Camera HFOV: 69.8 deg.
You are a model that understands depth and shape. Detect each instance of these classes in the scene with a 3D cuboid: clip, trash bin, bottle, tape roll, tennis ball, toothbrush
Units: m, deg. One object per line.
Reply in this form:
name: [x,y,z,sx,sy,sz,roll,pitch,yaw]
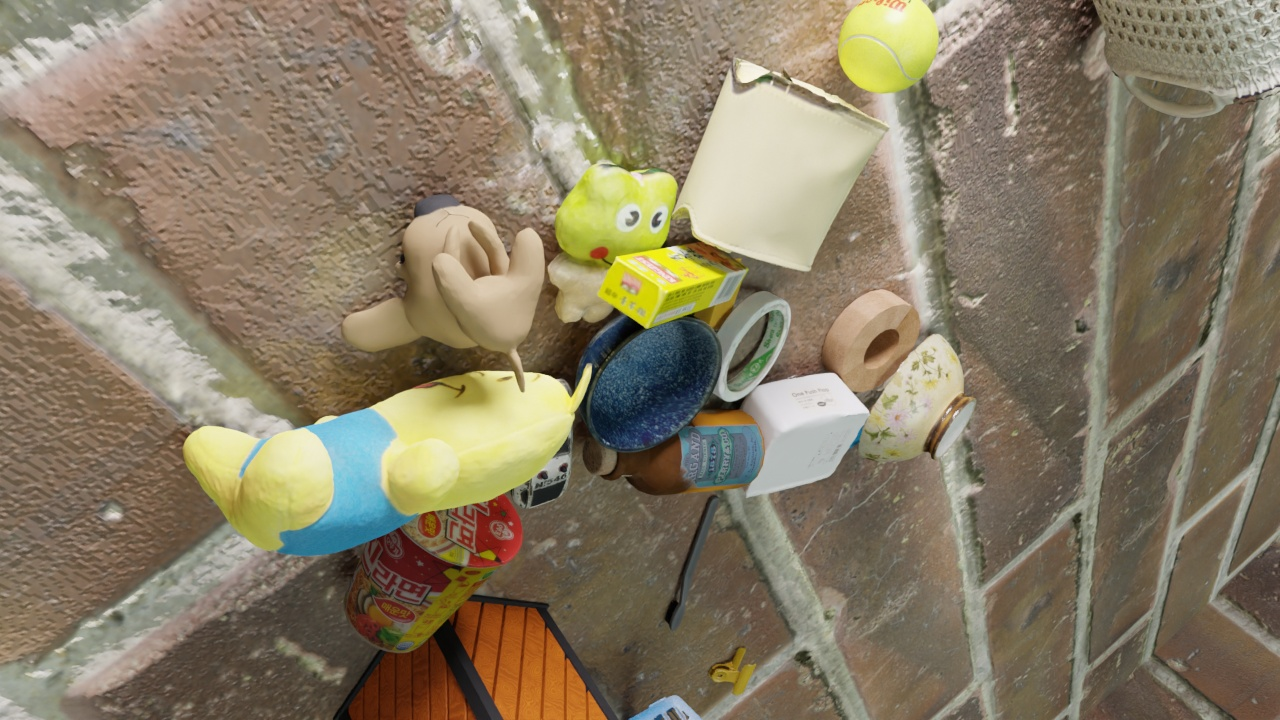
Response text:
clip: [0.105,0.360,1.065,0.047,0.046,0.054,-47,157,-58]
trash bin: [-0.120,0.298,0.721,0.139,0.172,0.140,23,106,-46]
bottle: [0.024,0.073,0.734,0.156,0.068,0.068,2,121,-39]
tape roll: [0.086,-0.011,0.735,0.093,0.018,0.094,-37,146,-31]
tennis ball: [0.167,-0.214,0.619,0.065,0.065,0.065,-21,133,-24]
toothbrush: [0.051,0.200,0.899,0.012,0.013,0.168,-6,124,-35]
tape roll: [0.211,-0.017,0.840,0.093,0.027,0.094,-21,133,-24]

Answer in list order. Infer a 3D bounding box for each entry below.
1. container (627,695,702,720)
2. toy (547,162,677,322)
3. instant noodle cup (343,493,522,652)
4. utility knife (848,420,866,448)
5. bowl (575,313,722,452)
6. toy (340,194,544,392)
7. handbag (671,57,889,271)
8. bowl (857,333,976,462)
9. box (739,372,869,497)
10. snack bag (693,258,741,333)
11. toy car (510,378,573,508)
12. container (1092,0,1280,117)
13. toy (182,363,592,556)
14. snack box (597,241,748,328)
container: [-0.097,0.446,0.873,0.361,0.089,0.258,-19,155,-26]
toy: [-0.022,-0.073,0.599,0.092,0.043,0.118,-8,131,-47]
instant noodle cup: [-0.152,0.141,0.636,0.100,0.100,0.113,14,121,-44]
utility knife: [0.203,0.080,0.918,0.174,0.015,0.031,-24,132,-30]
bowl: [-0.004,0.004,0.663,0.114,0.061,0.115,-23,135,-25]
toy: [-0.098,-0.041,0.525,0.134,0.108,0.106,-21,112,-25]
handbag: [0.089,-0.133,0.618,0.111,0.081,0.119,9,118,-34]
bowl: [0.282,0.051,0.898,0.144,0.063,0.145,-38,147,-30]
box: [0.126,0.054,0.826,0.107,0.095,0.103,-7,138,-29]
snack bag: [0.055,-0.035,0.708,0.026,0.020,0.099,-14,130,-38]
toy car: [-0.072,0.064,0.672,0.048,0.040,0.113,-17,131,-29]
container: [0.458,-0.327,0.685,0.143,0.185,0.252,33,98,-36]
toy: [-0.137,0.056,0.544,0.213,0.149,0.084,-14,101,-39]
snack box: [0.026,-0.053,0.610,0.029,0.040,0.147,-61,163,23]
